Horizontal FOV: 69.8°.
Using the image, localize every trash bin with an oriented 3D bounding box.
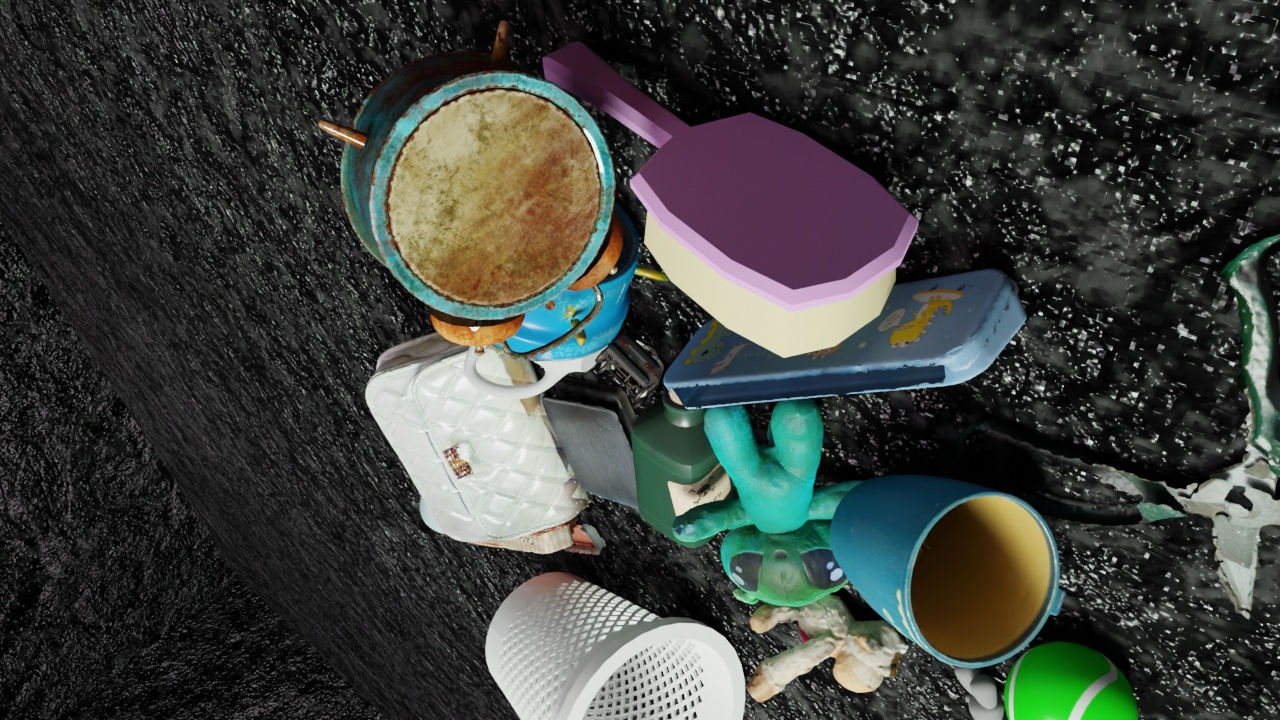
[{"bbox_3d":[-0.042,0.297,0.857,0.200,0.195,0.195,18,138,54],"label":"trash bin"}]

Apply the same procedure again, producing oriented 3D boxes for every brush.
[{"bbox_3d":[0.027,-0.090,0.447,0.228,0.089,0.043,43,155,33],"label":"brush"}]

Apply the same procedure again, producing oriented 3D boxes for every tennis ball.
[{"bbox_3d":[0.232,0.186,0.497,0.065,0.065,0.065,32,144,26],"label":"tennis ball"}]

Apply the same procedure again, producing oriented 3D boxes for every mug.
[{"bbox_3d":[-0.073,-0.018,0.624,0.089,0.107,0.071,32,-173,13],"label":"mug"},{"bbox_3d":[0.162,0.105,0.482,0.112,0.084,0.104,20,178,-14],"label":"mug"}]

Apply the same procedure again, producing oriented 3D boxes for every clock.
[{"bbox_3d":[-0.071,-0.071,0.448,0.073,0.121,0.158,43,163,54],"label":"clock"},{"bbox_3d":[-0.071,-0.071,0.549,0.161,0.116,0.060,39,137,8],"label":"clock"}]

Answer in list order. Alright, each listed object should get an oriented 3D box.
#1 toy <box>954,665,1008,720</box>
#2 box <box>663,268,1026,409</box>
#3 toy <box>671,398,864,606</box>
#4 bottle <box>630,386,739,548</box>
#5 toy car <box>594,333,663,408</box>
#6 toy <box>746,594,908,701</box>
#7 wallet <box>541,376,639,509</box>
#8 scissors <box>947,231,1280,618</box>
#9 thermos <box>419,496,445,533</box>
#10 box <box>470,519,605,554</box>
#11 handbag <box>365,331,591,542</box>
[{"bbox_3d":[0.230,0.242,0.593,0.112,0.030,0.049,65,173,-20],"label":"toy"},{"bbox_3d":[0.088,-0.010,0.466,0.210,0.065,0.037,-10,119,55],"label":"box"},{"bbox_3d":[0.088,0.095,0.576,0.131,0.072,0.193,-6,127,11],"label":"toy"},{"bbox_3d":[0.031,0.059,0.611,0.061,0.061,0.131,30,144,31],"label":"bottle"},{"bbox_3d":[-0.004,0.004,0.608,0.040,0.037,0.092,45,173,5],"label":"toy car"},{"bbox_3d":[0.135,0.201,0.641,0.106,0.074,0.085,-5,164,29],"label":"toy"},{"bbox_3d":[-0.029,0.069,0.730,0.089,0.026,0.115,7,130,45],"label":"wallet"},{"bbox_3d":[0.220,0.029,0.394,0.202,0.015,0.202,12,130,44],"label":"scissors"},{"bbox_3d":[-0.185,0.113,0.928,0.078,0.065,0.207,14,148,-9],"label":"thermos"},{"bbox_3d":[-0.109,0.174,0.922,0.187,0.085,0.048,-9,84,56],"label":"box"},{"bbox_3d":[-0.136,0.066,0.775,0.139,0.072,0.195,-17,120,11],"label":"handbag"}]
